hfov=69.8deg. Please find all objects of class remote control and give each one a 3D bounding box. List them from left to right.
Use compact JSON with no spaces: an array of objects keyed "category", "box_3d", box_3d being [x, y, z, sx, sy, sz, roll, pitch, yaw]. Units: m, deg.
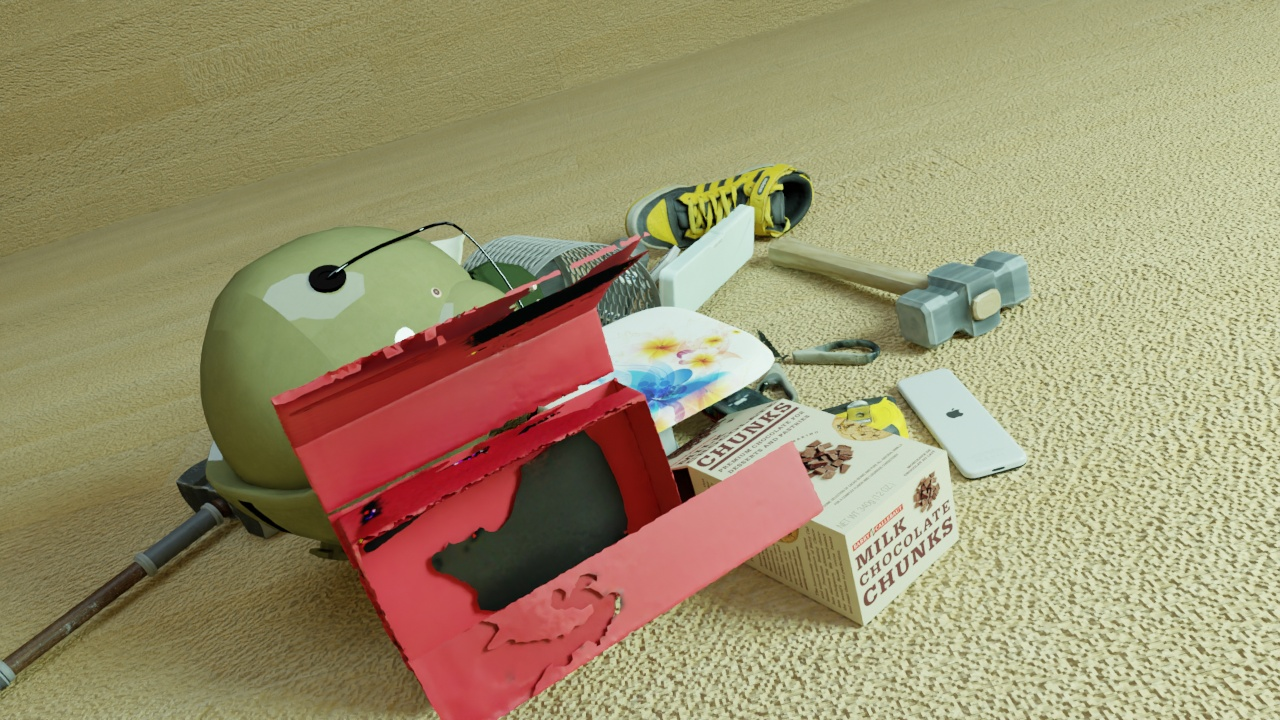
[{"category":"remote control","box_3d":[0.022,-0.107,1.065,0.050,0.011,0.135,-46,5,14]},{"category":"remote control","box_3d":[0.239,0.044,0.695,0.045,0.008,0.146,-16,25,2]}]

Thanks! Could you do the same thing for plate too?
[{"category":"plate","box_3d":[-0.004,0.004,0.750,0.186,0.016,0.187,-26,28,-23]}]

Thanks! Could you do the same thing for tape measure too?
[{"category":"tape measure","box_3d":[0.166,0.053,0.687,0.066,0.037,0.064,-11,26,13]}]

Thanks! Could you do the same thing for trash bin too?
[{"category":"trash bin","box_3d":[-0.092,-0.046,0.915,0.156,0.156,0.183,-28,25,-23]}]

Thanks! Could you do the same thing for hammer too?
[{"category":"hammer","box_3d":[-0.452,0.198,0.775,0.156,0.043,0.321,5,35,38]},{"category":"hammer","box_3d":[0.231,-0.088,0.929,0.117,0.051,0.323,-25,24,-17]}]

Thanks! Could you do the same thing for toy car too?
[{"category":"toy car","box_3d":[0.085,0.043,0.758,0.042,0.036,0.091,-29,27,-25]}]

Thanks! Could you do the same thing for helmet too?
[{"category":"helmet","box_3d":[-0.201,0.029,0.682,0.251,0.256,0.232,2,29,37]}]

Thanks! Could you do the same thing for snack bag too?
[{"category":"snack bag","box_3d":[0.096,0.085,0.627,0.094,0.070,0.207,-31,29,-28]}]

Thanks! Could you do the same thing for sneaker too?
[{"category":"sneaker","box_3d":[0.108,-0.188,1.150,0.238,0.086,0.122,-21,21,-17]}]

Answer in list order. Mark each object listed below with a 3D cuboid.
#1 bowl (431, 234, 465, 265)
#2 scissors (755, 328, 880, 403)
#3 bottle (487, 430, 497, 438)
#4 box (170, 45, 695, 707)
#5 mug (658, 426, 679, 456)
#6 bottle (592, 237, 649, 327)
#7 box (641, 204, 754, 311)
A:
[{"category":"bowl","box_3d":[-0.219,-0.036,0.883,0.060,0.189,0.219,14,25,-14]},{"category":"scissors","box_3d":[0.138,0.001,0.838,0.157,0.012,0.170,-10,27,9]},{"category":"bottle","box_3d":[-0.166,0.055,0.860,0.109,0.063,0.063,-43,34,-20]},{"category":"box","box_3d":[-0.094,0.019,0.534,0.211,0.379,0.124,-26,43,-21]},{"category":"mug","box_3d":[-0.028,0.057,0.761,0.113,0.070,0.084,1,29,29]},{"category":"bottle","box_3d":[-0.027,-0.078,0.995,0.047,0.113,0.047,17,27,-9]},{"category":"box","box_3d":[0.055,-0.097,1.024,0.123,0.078,0.196,-20,16,42]}]
